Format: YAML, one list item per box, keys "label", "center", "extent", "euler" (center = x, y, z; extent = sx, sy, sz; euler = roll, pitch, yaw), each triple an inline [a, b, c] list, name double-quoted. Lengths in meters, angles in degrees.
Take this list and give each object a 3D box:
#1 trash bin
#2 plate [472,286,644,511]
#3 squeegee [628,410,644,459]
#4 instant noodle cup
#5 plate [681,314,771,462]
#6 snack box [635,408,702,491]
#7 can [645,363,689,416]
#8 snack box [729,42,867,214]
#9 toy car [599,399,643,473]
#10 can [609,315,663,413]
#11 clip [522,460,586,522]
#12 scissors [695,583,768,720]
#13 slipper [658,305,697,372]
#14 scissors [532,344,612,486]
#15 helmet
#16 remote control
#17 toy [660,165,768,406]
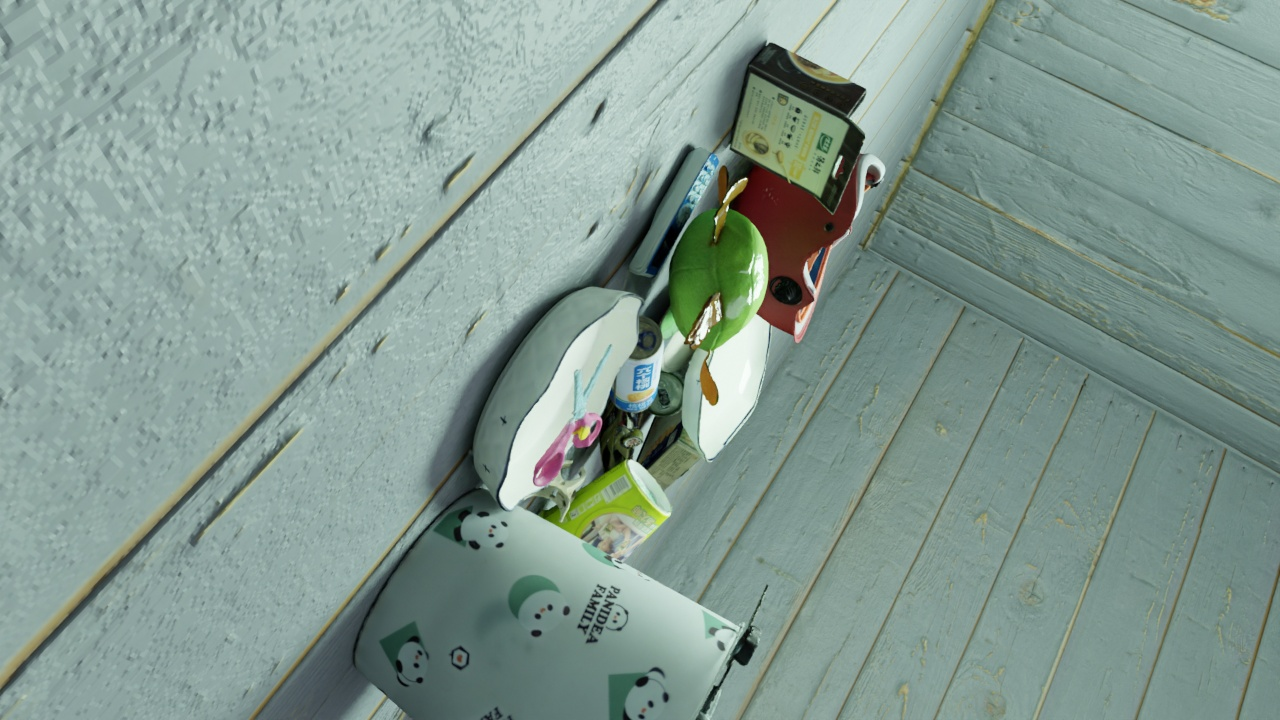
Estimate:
- label: "trash bin"
  center: [-0.079, 0.249, 0.761]
  extent: [0.229, 0.252, 0.230]
  euler: [-56, 169, -17]
- label: "plate"
  center: [-0.069, 0.026, 0.752]
  extent: [0.204, 0.045, 0.205]
  euler: [-55, 169, -16]
- label: "squeegee"
  center: [-0.061, 0.190, 1.235]
  extent: [0.248, 0.040, 0.248]
  euler: [-51, 167, -33]
- label: "instant noodle cup"
  center: [-0.034, 0.178, 1.035]
  extent: [0.123, 0.111, 0.111]
  euler: [-39, 171, 9]
- label: "plate"
  center: [0.106, 0.017, 1.128]
  extent: [0.264, 0.034, 0.162]
  euler: [-39, 137, -58]
- label: "snack box"
  center: [0.055, 0.089, 1.263]
  extent: [0.178, 0.046, 0.182]
  euler: [-51, -169, 51]
- label: "can"
  center: [0.035, 0.031, 1.131]
  extent: [0.058, 0.058, 0.146]
  euler: [-61, 177, 9]
- label: "snack box"
  center: [0.152, -0.216, 0.861]
  extent: [0.053, 0.126, 0.113]
  euler: [-53, 167, -26]
- label: "toy car"
  center: [-0.027, 0.090, 1.071]
  extent: [0.158, 0.042, 0.070]
  euler: [106, -16, -52]
- label: "can"
  center: [-0.006, 0.006, 0.948]
  extent: [0.053, 0.053, 0.135]
  euler: [-54, 168, -22]
- label: "clip"
  center: [-0.088, 0.137, 0.977]
  extent: [0.035, 0.070, 0.099]
  euler: [-61, 175, 18]
- label: "scissors"
  center: [0.080, 0.255, 0.793]
  extent: [0.177, 0.014, 0.160]
  euler: [-53, 169, -42]
- label: "slipper"
  center: [0.067, -0.055, 1.102]
  extent: [0.114, 0.054, 0.273]
  euler: [-64, 165, 23]
- label: "scissors"
  center: [-0.055, 0.048, 0.724]
  extent: [0.118, 0.017, 0.133]
  euler: [-48, 161, -26]
- label: "helmet"
  center: [0.173, -0.149, 1.073]
  extent: [0.206, 0.144, 0.241]
  euler: [-52, 164, -49]
- label: "remote control"
  center: [0.029, -0.130, 0.817]
  extent: [0.125, 0.024, 0.049]
  euler: [-61, 169, 7]
- label: "toy"
  center: [0.069, -0.072, 0.853]
  extent: [0.247, 0.090, 0.227]
  euler: [84, 14, -86]
